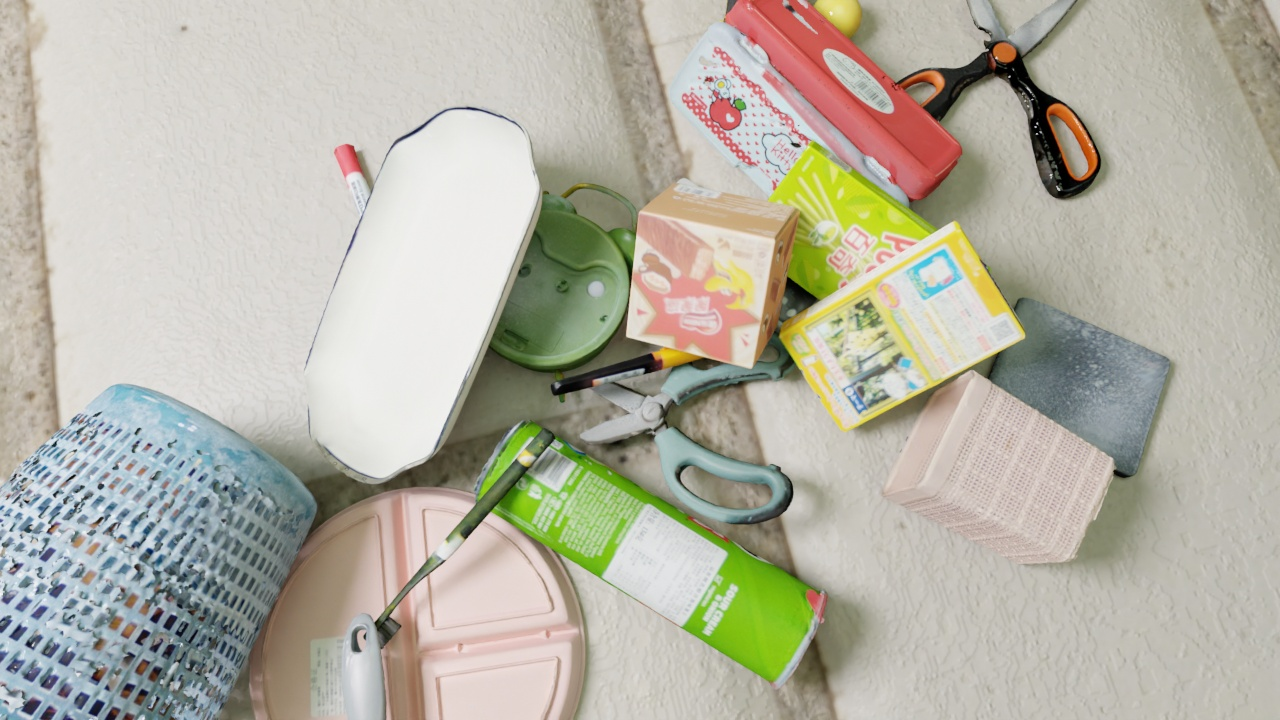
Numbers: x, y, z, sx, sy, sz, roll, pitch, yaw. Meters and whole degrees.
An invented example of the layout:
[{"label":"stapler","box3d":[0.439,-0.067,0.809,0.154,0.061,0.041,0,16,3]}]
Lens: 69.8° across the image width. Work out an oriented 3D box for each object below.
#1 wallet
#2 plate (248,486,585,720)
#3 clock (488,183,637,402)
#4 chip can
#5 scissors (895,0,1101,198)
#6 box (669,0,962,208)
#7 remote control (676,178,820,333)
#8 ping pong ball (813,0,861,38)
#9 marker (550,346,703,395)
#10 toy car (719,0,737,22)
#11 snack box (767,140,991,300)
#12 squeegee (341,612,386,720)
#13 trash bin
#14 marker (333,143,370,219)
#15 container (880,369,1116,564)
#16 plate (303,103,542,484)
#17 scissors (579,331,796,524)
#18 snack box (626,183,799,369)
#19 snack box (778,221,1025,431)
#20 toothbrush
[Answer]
[{"label":"wallet","box3d":[0.317,0.020,0.672,0.121,0.019,0.097,24,78,5]},{"label":"plate","box3d":[-0.152,0.198,0.617,0.229,0.028,0.229,0,76,0]},{"label":"clock","box3d":[-0.058,-0.060,0.671,0.116,0.056,0.161,28,77,6]},{"label":"chip can","box3d":[0.005,0.125,0.613,0.236,0.072,0.072,30,77,7]},{"label":"scissors","box3d":[0.282,-0.224,0.735,0.220,0.022,0.233,-23,77,-7]},{"label":"box","box3d":[0.129,-0.178,0.696,0.201,0.101,0.102,45,49,5]},{"label":"remote control","box3d":[0.074,-0.077,0.694,0.150,0.021,0.058,35,77,9]},{"label":"ping pong ball","box3d":[0.157,-0.276,0.738,0.040,0.040,0.040,0,75,0]},{"label":"marker","box3d":[-0.004,0.004,0.646,0.123,0.018,0.015,-16,64,-14]},{"label":"toy car","box3d":[0.100,-0.295,0.741,0.071,0.041,0.155,7,82,1]},{"label":"snack box","box3d":[0.158,-0.075,0.648,0.156,0.026,0.086,37,118,0]},{"label":"squeegee","box3d":[-0.158,0.282,0.561,0.247,0.040,0.249,-10,83,0]},{"label":"trash bin","box3d":[-0.311,0.131,0.553,0.226,0.227,0.194,26,64,6]},{"label":"marker","box3d":[-0.204,-0.101,0.702,0.017,0.017,0.145,-23,76,-6]},{"label":"container","box3d":[0.241,0.077,0.620,0.111,0.090,0.090,30,77,5]},{"label":"plate","box3d":[-0.147,-0.045,0.633,0.162,0.034,0.265,22,91,35]},{"label":"scissors","box3d":[0.048,0.051,0.643,0.170,0.019,0.180,-21,59,-7]},{"label":"snack box","box3d":[0.050,-0.060,0.632,0.093,0.076,0.094,15,118,15]},{"label":"snack box","box3d":[0.176,-0.021,0.628,0.141,0.033,0.087,-33,98,21]},{"label":"toothbrush","box3d":[-0.116,0.116,0.590,0.017,0.012,0.186,42,97,3]}]
